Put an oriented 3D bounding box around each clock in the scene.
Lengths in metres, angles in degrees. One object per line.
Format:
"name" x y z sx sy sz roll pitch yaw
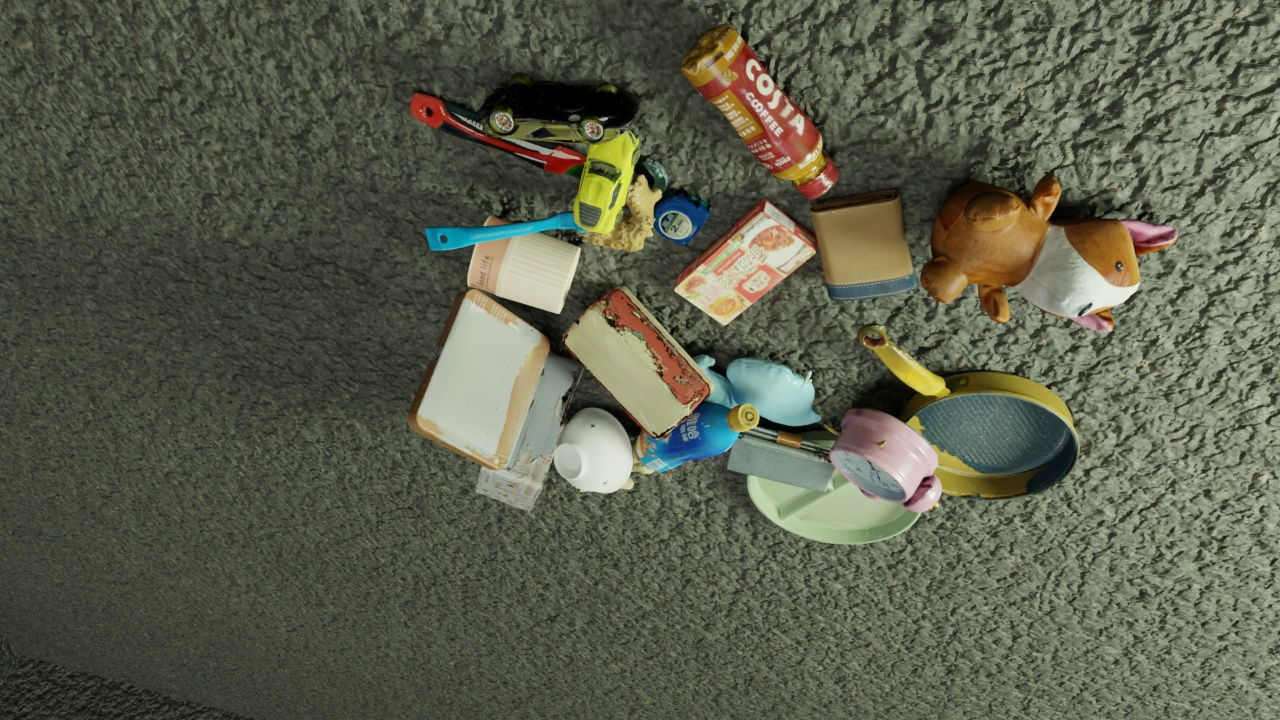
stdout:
"clock" 0.285 0.123 1.060 0.158 0.059 0.117 46 160 -31

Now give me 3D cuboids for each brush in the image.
"brush" -0.101 -0.140 0.941 0.255 0.045 0.083 -6 116 11

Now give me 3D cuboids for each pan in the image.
"pan" 0.346 0.054 1.021 0.198 0.078 0.357 -23 124 37

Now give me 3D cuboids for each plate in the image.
"plate" 0.256 0.169 1.216 0.230 0.027 0.231 11 139 9

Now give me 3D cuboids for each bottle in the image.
"bottle" 0.112 -0.218 0.825 0.058 0.057 0.175 -26 122 39
"bottle" 0.070 0.089 1.127 0.065 0.065 0.219 33 152 -16

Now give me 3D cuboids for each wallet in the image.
"wallet" 0.178 0.119 1.145 0.130 0.036 0.107 14 148 7
"wallet" 0.223 -0.113 0.920 0.090 0.033 0.115 -6 132 22

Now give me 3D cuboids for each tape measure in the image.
"tape measure" 0.040 -0.150 0.949 0.054 0.025 0.058 29 134 -9

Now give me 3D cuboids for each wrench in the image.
"wrench" -0.104 -0.216 0.936 0.273 0.016 0.056 18 135 0

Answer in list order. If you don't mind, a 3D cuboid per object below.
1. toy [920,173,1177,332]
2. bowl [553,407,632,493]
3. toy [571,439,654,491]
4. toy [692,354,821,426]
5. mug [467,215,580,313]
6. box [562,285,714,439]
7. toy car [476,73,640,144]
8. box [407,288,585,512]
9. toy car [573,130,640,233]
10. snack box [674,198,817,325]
"toy" 0.367 -0.091 0.833 0.199 0.130 0.140 15 134 -11
"bowl" -0.076 0.126 1.216 0.118 0.064 0.118 9 105 37
"toy" -0.041 0.147 1.269 0.158 0.066 0.105 -20 121 43
"toy" 0.136 0.035 1.097 0.161 0.049 0.157 36 146 -15
"mug" -0.131 -0.098 1.029 0.106 0.081 0.115 18 153 -2
"box" -0.006 0.006 1.056 0.168 0.076 0.092 47 136 -1
"toy car" -0.077 -0.233 0.867 0.158 0.070 0.042 8 138 12
"box" -0.155 0.057 1.092 0.134 0.179 0.271 7 153 22
"toy car" -0.035 -0.174 0.880 0.048 0.032 0.105 19 101 13
"snack box" 0.110 -0.101 0.976 0.075 0.025 0.153 34 136 -16
